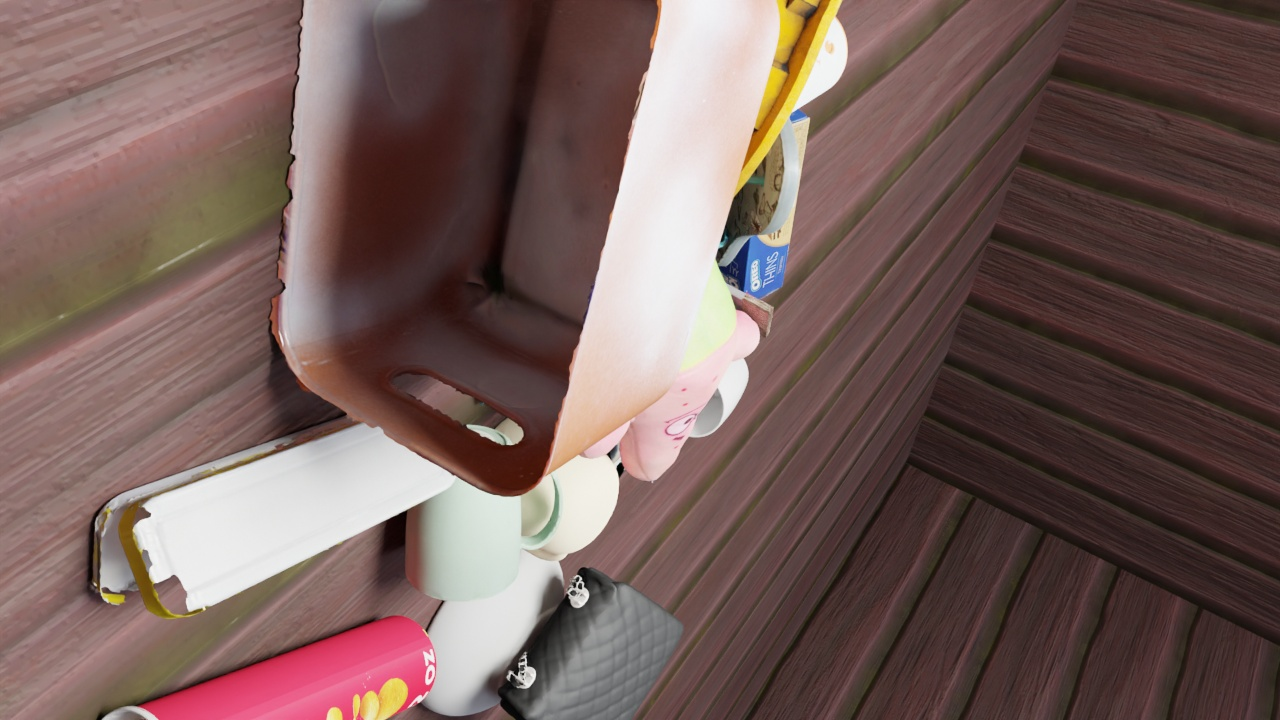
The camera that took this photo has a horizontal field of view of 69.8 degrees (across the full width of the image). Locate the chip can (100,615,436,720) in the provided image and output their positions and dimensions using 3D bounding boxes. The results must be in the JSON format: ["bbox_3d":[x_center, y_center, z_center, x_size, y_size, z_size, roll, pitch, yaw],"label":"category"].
[{"bbox_3d":[-0.223,0.220,0.582,0.220,0.069,0.069,3,112,-65],"label":"chip can"}]

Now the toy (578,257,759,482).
[{"bbox_3d":[0.013,0.013,0.684,0.191,0.097,0.237,-35,146,-33],"label":"toy"}]

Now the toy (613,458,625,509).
[{"bbox_3d":[-0.042,0.132,0.911,0.122,0.038,0.079,-63,169,-2],"label":"toy"}]

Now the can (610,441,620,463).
[{"bbox_3d":[-0.024,0.060,0.849,0.135,0.054,0.054,-36,145,-47],"label":"can"}]

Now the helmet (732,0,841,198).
[{"bbox_3d":[0.043,-0.222,0.586,0.255,0.131,0.205,-65,-171,-11],"label":"helmet"}]

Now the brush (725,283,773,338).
[{"bbox_3d":[0.042,-0.063,0.743,0.008,0.143,0.045,-55,164,-19],"label":"brush"}]

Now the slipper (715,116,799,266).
[{"bbox_3d":[0.072,-0.141,0.761,0.269,0.054,0.098,147,-56,-83],"label":"slipper"}]

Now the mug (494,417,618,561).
[{"bbox_3d":[-0.073,0.113,0.743,0.096,0.100,0.120,-29,140,-53],"label":"mug"}]

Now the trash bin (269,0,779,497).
[{"bbox_3d":[-0.056,-0.090,0.466,0.157,0.182,0.260,-26,137,-57],"label":"trash bin"}]

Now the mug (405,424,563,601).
[{"bbox_3d":[-0.110,0.104,0.656,0.111,0.084,0.104,0,111,-20],"label":"mug"}]

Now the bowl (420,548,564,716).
[{"bbox_3d":[-0.120,0.251,0.833,0.176,0.066,0.177,-46,152,-34],"label":"bowl"}]

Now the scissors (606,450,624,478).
[{"bbox_3d":[-0.005,0.005,0.811,0.201,0.015,0.203,-2,96,-66],"label":"scissors"}]

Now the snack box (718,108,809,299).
[{"bbox_3d":[0.111,-0.150,0.889,0.057,0.056,0.207,-26,142,-23],"label":"snack box"}]

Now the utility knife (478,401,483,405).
[{"bbox_3d":[-0.067,-0.036,0.704,0.176,0.015,0.022,-52,155,-22],"label":"utility knife"}]

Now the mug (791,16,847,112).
[{"bbox_3d":[0.116,-0.251,0.778,0.105,0.082,0.082,-40,148,-40],"label":"mug"}]

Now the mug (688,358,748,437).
[{"bbox_3d":[0.058,0.036,0.986,0.114,0.081,0.087,-41,179,35],"label":"mug"}]

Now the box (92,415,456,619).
[{"bbox_3d":[-0.195,0.074,0.519,0.209,0.070,0.067,-25,116,-57],"label":"box"}]

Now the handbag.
[{"bbox_3d":[-0.058,0.257,0.808,0.153,0.115,0.125,-52,131,-17],"label":"handbag"}]
